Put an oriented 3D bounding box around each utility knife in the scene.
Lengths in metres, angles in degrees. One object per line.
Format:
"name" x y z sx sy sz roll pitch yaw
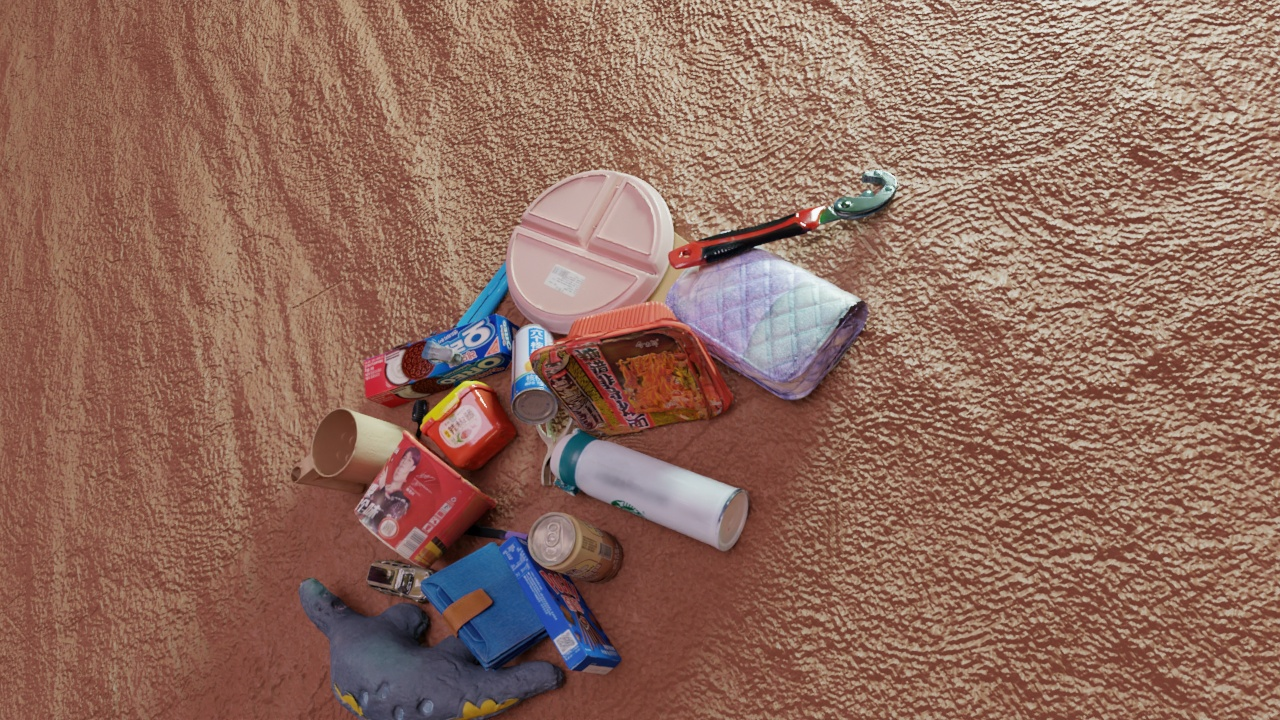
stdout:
"utility knife" -0.178 -0.110 1.205 0.034 0.018 0.199 31 83 32

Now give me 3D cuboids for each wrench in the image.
"wrench" 0.160 -0.151 1.012 0.273 0.016 0.056 -21 51 -6

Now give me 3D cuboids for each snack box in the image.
"snack box" -0.086 0.258 0.973 0.026 0.084 0.157 -42 59 4
"snack box" -0.203 0.081 1.108 0.091 0.082 0.080 -42 72 5
"snack box" -0.253 0.001 1.172 0.208 0.057 0.058 -18 66 17

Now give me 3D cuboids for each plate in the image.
"plate" -0.070 -0.142 1.148 0.230 0.028 0.229 -8 67 19

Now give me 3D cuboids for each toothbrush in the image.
"toothbrush" -0.297 0.139 1.160 0.014 0.017 0.189 -3 70 34
"toothbrush" -0.206 0.201 1.093 0.189 0.017 0.014 3 70 24

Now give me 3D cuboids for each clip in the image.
"clip" -0.107 0.092 1.082 0.093 0.035 0.103 26 90 27
"clip" -0.245 -0.008 1.128 0.057 0.031 0.025 16 79 31

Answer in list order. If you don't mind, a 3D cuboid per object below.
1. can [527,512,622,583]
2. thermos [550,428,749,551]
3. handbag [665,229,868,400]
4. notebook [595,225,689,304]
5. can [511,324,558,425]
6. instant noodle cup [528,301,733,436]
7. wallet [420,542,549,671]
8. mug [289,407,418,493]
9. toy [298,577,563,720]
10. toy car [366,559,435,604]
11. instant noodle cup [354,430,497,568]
"can" -0.067 0.199 0.969 0.059 0.116 0.058 -9 66 22
"thermos" 0.002 0.138 0.992 0.224 0.073 0.073 17 77 30
"handbag" 0.132 -0.052 1.004 0.194 0.075 0.134 35 81 30
"notebook" -0.030 -0.123 1.147 0.148 0.008 0.207 -48 59 0
"can" -0.125 0.014 1.080 0.053 0.053 0.134 -27 34 13
"instant noodle cup" -0.006 0.006 1.003 0.189 0.164 0.079 -11 49 20
"wallet" -0.165 0.267 1.007 0.106 0.040 0.133 -25 48 -35
"mug" -0.349 0.122 1.130 0.125 0.103 0.084 -38 56 19
"toy" -0.262 0.339 1.019 0.357 0.091 0.137 14 58 24
"toy car" -0.284 0.262 1.093 0.090 0.035 0.042 6 73 24
"instant noodle cup" -0.252 0.163 1.051 0.138 0.138 0.108 32 77 31
